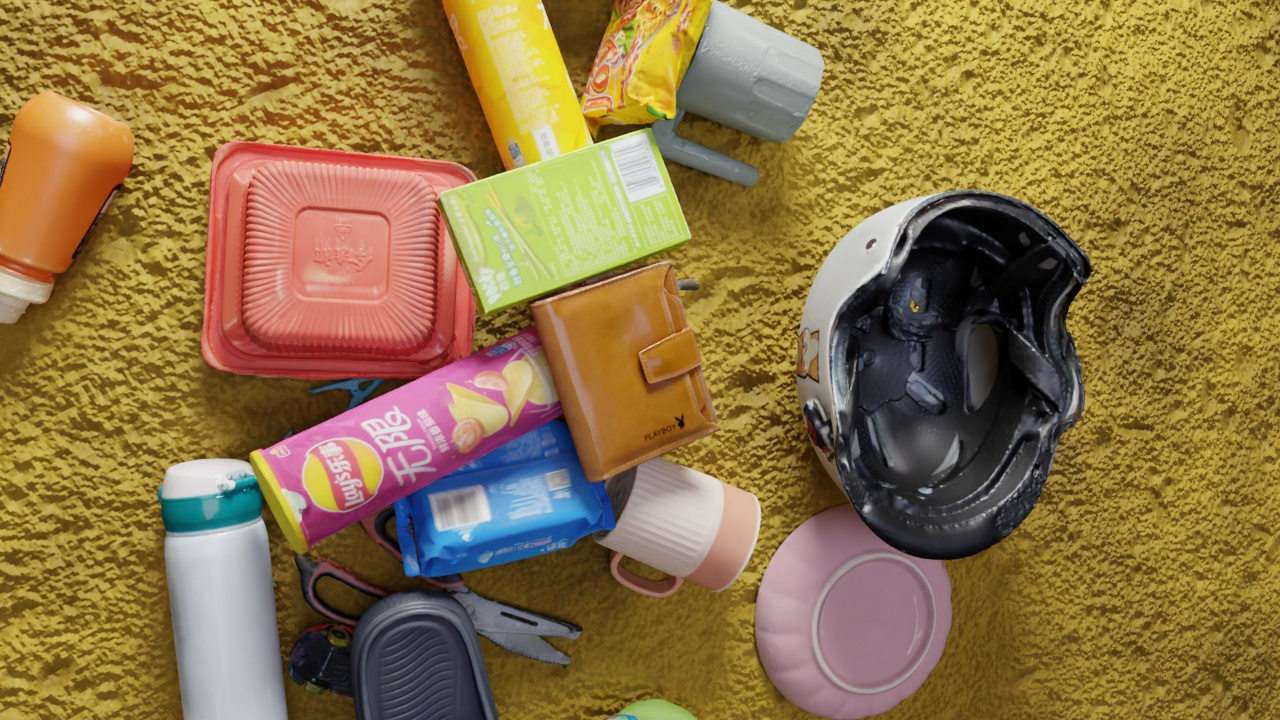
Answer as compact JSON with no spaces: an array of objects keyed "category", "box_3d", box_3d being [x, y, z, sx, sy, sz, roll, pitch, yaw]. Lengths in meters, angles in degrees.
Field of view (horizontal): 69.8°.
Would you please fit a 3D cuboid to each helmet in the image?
[{"category":"helmet","box_3d":[0.215,0.001,0.727,0.229,0.157,0.274,-6,105,-19]}]

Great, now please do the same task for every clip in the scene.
[{"category":"clip","box_3d":[-0.208,0.023,0.667,0.054,0.013,0.033,-30,101,-13]},{"category":"clip","box_3d":[-0.244,0.064,0.635,0.042,0.058,0.026,31,87,-15]}]

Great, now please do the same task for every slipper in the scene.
[{"category":"slipper","box_3d":[-0.146,0.295,0.649,0.110,0.083,0.268,-11,109,-15]}]

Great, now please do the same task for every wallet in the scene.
[{"category":"wallet","box_3d":[-0.004,0.004,0.642,0.119,0.035,0.131,-21,101,-17]}]

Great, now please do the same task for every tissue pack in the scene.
[{"category":"tissue pack","box_3d":[-0.100,0.099,0.668,0.157,0.052,0.095,-10,56,-16]}]

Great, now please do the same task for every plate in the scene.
[{"category":"plate","box_3d":[0.193,0.221,0.791,0.192,0.039,0.192,-1,93,-18]}]

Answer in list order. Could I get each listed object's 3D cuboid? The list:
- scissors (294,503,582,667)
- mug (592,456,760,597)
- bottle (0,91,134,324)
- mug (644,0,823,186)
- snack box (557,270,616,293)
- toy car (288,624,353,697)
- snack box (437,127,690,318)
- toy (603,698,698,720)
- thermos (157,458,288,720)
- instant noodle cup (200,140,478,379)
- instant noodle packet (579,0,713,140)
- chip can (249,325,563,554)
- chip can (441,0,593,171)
[{"category":"scissors","box_3d":[-0.143,0.171,0.694,0.201,0.015,0.206,-17,97,-16]},{"category":"mug","box_3d":[0.019,0.134,0.717,0.106,0.081,0.115,25,115,-16]},{"category":"bottle","box_3d":[-0.380,-0.092,0.585,0.066,0.067,0.149,24,93,-17]},{"category":"mug","box_3d":[0.069,-0.205,0.717,0.103,0.083,0.124,16,115,-19]},{"category":"snack box","box_3d":[-0.015,-0.014,0.693,0.026,0.075,0.154,-35,102,-18]},{"category":"toy car","box_3d":[-0.201,0.221,0.667,0.106,0.031,0.049,22,98,-25]},{"category":"snack box","box_3d":[-0.050,-0.095,0.626,0.156,0.026,0.086,-22,93,-17]},{"category":"toy","box_3d":[0.033,0.378,0.723,0.227,0.090,0.247,-19,95,-5]},{"category":"thermos","box_3d":[-0.284,0.179,0.625,0.073,0.073,0.224,-6,94,-17]},{"category":"instant noodle cup","box_3d":[-0.201,-0.068,0.630,0.188,0.079,0.164,1,89,-16]},{"category":"instant noodle packet","box_3d":[0.002,-0.228,0.670,0.044,0.111,0.128,19,87,-32]},{"category":"chip can","box_3d":[-0.147,0.047,0.620,0.210,0.071,0.071,-28,101,-28]},{"category":"chip can","box_3d":[-0.092,-0.220,0.660,0.072,0.072,0.213,-23,99,-15]}]
